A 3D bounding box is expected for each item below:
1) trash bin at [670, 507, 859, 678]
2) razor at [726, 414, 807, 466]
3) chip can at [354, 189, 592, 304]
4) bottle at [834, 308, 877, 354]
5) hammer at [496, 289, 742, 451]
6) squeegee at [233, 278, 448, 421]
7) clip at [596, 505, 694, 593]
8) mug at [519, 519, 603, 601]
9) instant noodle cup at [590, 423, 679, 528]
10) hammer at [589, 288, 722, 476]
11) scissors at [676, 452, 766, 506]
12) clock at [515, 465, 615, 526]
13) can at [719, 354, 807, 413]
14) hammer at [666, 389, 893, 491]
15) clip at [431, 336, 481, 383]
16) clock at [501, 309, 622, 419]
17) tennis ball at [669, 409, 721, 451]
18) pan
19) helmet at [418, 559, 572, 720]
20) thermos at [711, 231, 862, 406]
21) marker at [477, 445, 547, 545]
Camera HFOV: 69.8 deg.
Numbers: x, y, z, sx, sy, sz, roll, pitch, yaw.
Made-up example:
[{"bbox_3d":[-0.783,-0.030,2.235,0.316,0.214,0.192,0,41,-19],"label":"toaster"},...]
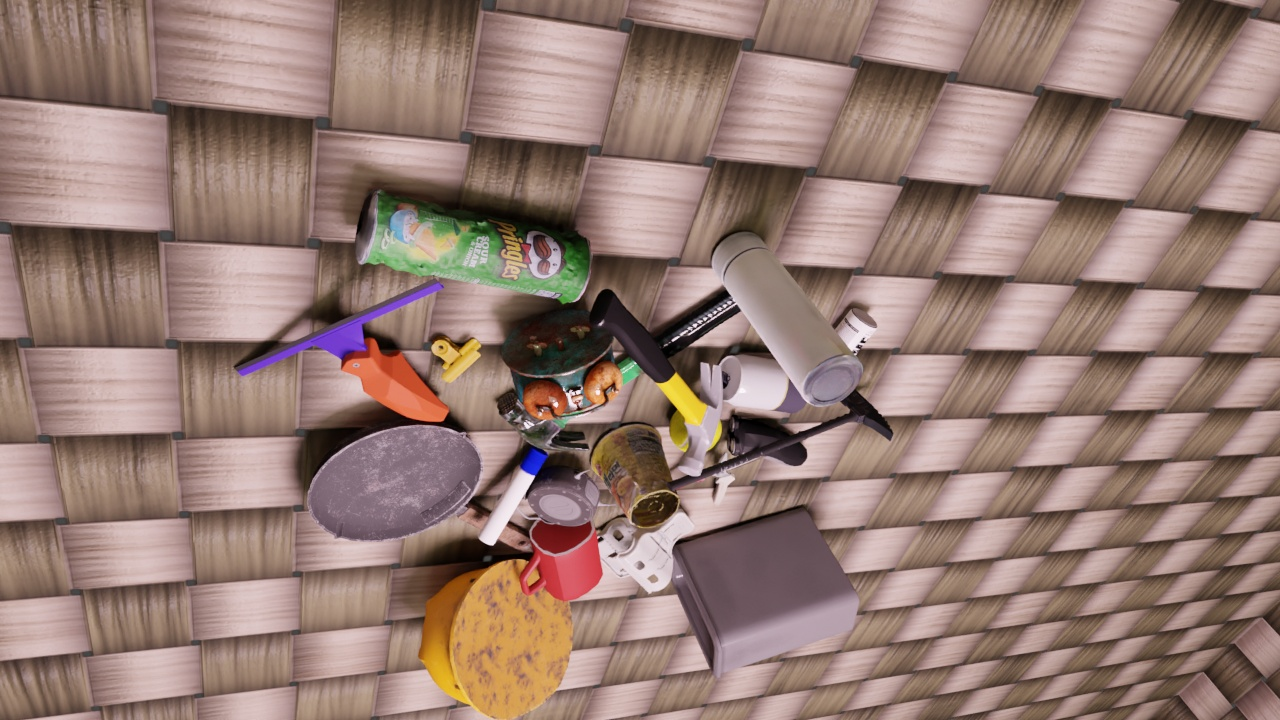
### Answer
[{"bbox_3d":[0.177,0.336,1.357,0.219,0.191,0.098,-14,134,-13],"label":"trash bin"},{"bbox_3d":[0.178,0.116,1.257,0.156,0.057,0.060,14,155,-31],"label":"razor"},{"bbox_3d":[-0.161,-0.110,0.894,0.223,0.075,0.076,9,126,-29],"label":"chip can"},{"bbox_3d":[0.253,-0.012,1.178,0.041,0.041,0.116,15,123,-33],"label":"bottle"},{"bbox_3d":[-0.006,0.006,1.093,0.319,0.032,0.130,-33,133,8],"label":"hammer"},{"bbox_3d":[-0.264,0.019,0.967,0.250,0.055,0.185,-21,145,17],"label":"squeegee"},{"bbox_3d":[0.013,0.273,1.311,0.151,0.110,0.127,-22,138,12],"label":"clip"},{"bbox_3d":[-0.112,0.267,1.233,0.116,0.080,0.097,-30,135,-26],"label":"mug"},{"bbox_3d":[-0.001,0.152,1.170,0.102,0.108,0.102,-13,133,-15],"label":"instant noodle cup"},{"bbox_3d":[0.024,0.014,1.004,0.323,0.029,0.127,50,57,-54],"label":"hammer"},{"bbox_3d":[0.094,0.169,1.261,0.199,0.015,0.179,-21,150,21],"label":"scissors"},{"bbox_3d":[-0.102,0.172,1.180,0.123,0.043,0.091,-11,131,26],"label":"clock"},{"bbox_3d":[0.151,0.029,1.154,0.127,0.064,0.064,9,126,-29],"label":"can"},{"bbox_3d":[0.178,0.113,1.173,0.324,0.095,0.015,-17,136,-25],"label":"hammer"},{"bbox_3d":[-0.205,-0.005,1.002,0.054,0.046,0.048,-39,158,16],"label":"clip"},{"bbox_3d":[-0.080,0.006,0.972,0.121,0.157,0.073,-16,127,-9],"label":"clock"},{"bbox_3d":[0.070,0.087,1.172,0.065,0.065,0.065,-12,133,-13],"label":"tennis ball"},{"bbox_3d":[-0.248,0.170,1.135,0.208,0.040,0.357,-38,140,10],"label":"pan"},{"bbox_3d":[-0.217,0.374,1.252,0.132,0.205,0.255,-4,159,29],"label":"helmet"},{"bbox_3d":[0.148,-0.050,0.966,0.068,0.230,0.068,-13,133,-15],"label":"thermos"},{"bbox_3d":[-0.159,0.169,1.147,0.133,0.023,0.027,-59,168,5],"label":"marker"}]
